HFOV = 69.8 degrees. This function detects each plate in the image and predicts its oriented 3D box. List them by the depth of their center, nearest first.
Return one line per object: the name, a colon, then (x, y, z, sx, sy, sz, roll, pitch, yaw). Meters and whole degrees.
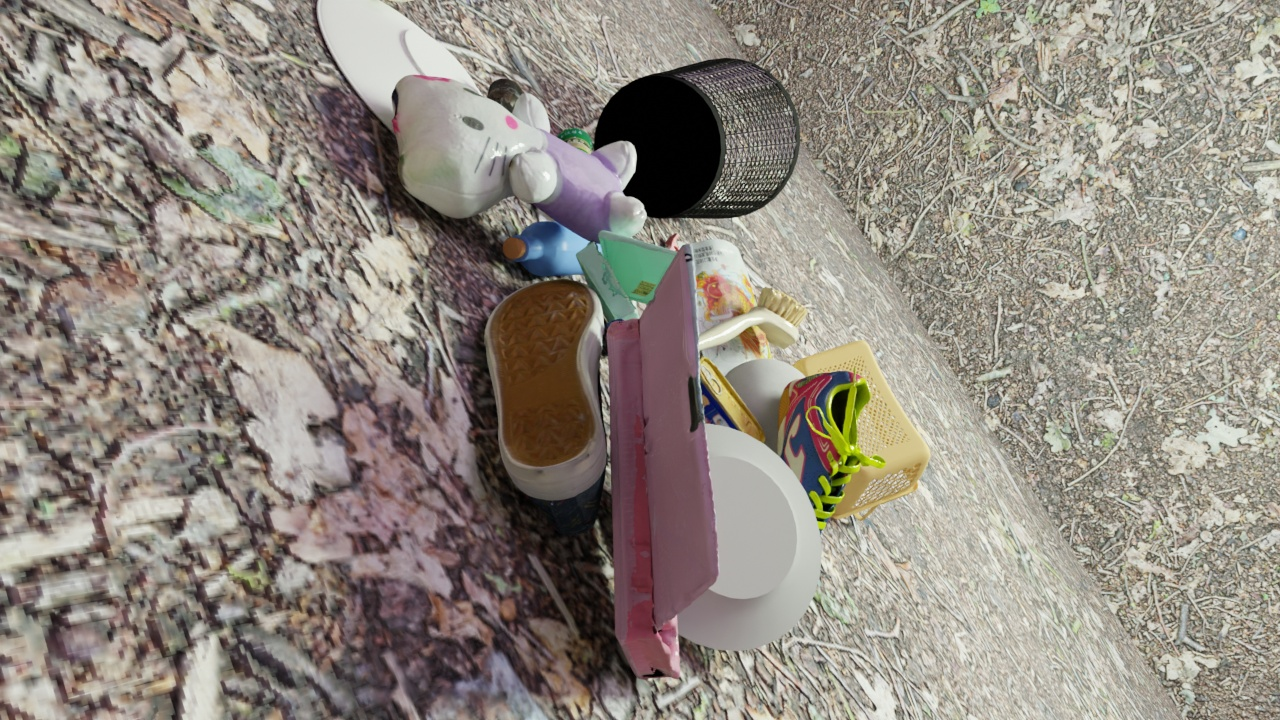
plate: (0.066, 0.125, 0.683, 0.172, 0.019, 0.172, 10, 62, -20)
plate: (-0.189, -0.256, 0.837, 0.229, 0.030, 0.229, 43, 24, -26)

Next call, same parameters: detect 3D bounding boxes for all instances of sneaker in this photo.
sneaker: (-0.063, 0.026, 0.650, 0.235, 0.087, 0.079, -99, -179, -54)
sneaker: (0.154, 0.109, 0.824, 0.116, 0.091, 0.241, 41, 53, -33)

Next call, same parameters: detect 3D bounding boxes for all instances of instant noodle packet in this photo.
instant noodle packet: (0.116, -0.006, 1.032, 0.146, 0.057, 0.269, 10, 57, -48)

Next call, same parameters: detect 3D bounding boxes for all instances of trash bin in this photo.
trash bin: (0.067, -0.277, 1.172, 0.217, 0.217, 0.242, 55, 29, 2)

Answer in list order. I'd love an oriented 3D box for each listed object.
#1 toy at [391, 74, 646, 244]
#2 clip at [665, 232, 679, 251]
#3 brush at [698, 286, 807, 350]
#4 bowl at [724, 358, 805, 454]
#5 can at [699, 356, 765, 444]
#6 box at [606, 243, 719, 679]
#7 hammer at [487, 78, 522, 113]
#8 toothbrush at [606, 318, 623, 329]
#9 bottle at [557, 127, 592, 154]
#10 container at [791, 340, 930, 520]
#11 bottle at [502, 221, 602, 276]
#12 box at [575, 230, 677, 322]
toy: (-0.102, -0.159, 0.745, 0.209, 0.086, 0.137, 14, 44, -23)
clip: (0.041, -0.143, 1.152, 0.035, 0.022, 0.057, 54, 23, -11)
brush: (0.086, -0.026, 0.933, 0.271, 0.062, 0.077, -18, 115, -48)
bowl: (0.145, 0.060, 0.947, 0.131, 0.065, 0.131, 20, 60, -39)
can: (0.064, 0.054, 0.860, 0.100, 0.059, 0.053, 54, 22, -3)
box: (0.005, 0.064, 0.584, 0.055, 0.180, 0.232, 2, 53, -7)
hammer: (-0.043, -0.132, 0.929, 0.330, 0.033, 0.119, 42, 37, -40)
toothbrush: (-0.004, 0.004, 0.757, 0.190, 0.016, 0.017, 65, 5, -71)
bottle: (-0.071, -0.211, 0.997, 0.042, 0.043, 0.109, 40, 26, -32)
container: (0.240, 0.090, 1.099, 0.167, 0.129, 0.183, 103, -34, -61)
bottle: (-0.080, -0.098, 0.804, 0.048, 0.048, 0.131, 57, 22, 7)
box: (0.000, -0.066, 0.789, 0.077, 0.079, 0.189, 57, -3, 10)
